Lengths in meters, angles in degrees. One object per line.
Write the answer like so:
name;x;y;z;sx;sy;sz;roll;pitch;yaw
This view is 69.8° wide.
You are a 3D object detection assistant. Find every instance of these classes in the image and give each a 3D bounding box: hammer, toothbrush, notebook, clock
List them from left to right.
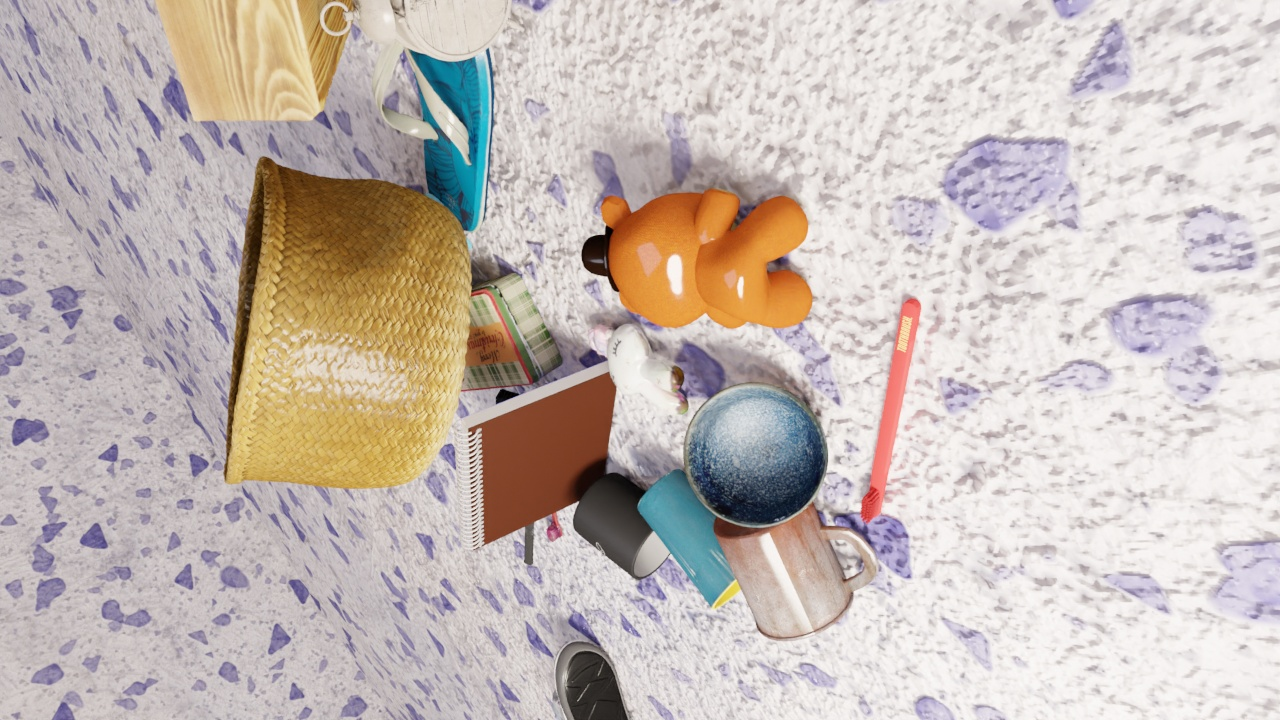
clock;-0.162;-0.271;0.687;0.061;0.156;0.103;40;145;39
hammer;-0.127;0.160;1.111;0.095;0.015;0.326;17;137;8
notebook;-0.106;0.102;0.932;0.022;0.171;0.210;51;149;32
toothbrush;-0.115;0.157;1.130;0.016;0.016;0.190;27;138;31
toothbrush;0.179;0.045;0.667;0.012;0.017;0.213;30;139;33

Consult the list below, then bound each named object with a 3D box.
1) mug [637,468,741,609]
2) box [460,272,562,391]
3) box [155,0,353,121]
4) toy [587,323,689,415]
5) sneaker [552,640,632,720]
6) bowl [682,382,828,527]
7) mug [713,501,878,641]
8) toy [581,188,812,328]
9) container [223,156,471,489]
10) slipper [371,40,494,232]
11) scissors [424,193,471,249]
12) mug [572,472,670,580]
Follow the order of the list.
mug;0.057;0.166;0.879;0.121;0.078;0.078;46;146;21
box;-0.177;-0.026;1.017;0.206;0.050;0.118;-5;116;52
box;-0.395;-0.367;0.651;0.278;0.336;0.287;-94;7;-47
toy;-0.005;0.005;0.842;0.123;0.037;0.079;35;149;31
sneaker;-0.094;0.492;1.349;0.160;0.092;0.257;20;133;53
bowl;0.096;0.075;0.743;0.114;0.060;0.114;-1;88;17
mug;0.135;0.165;0.777;0.123;0.096;0.110;-19;110;24
toy;0.037;-0.072;0.673;0.176;0.096;0.112;2;126;17
container;-0.281;-0.022;0.873;0.308;0.196;0.306;-32;54;59
slipper;-0.188;-0.230;0.841;0.118;0.060;0.296;33;143;22
scissors;-0.229;-0.160;0.961;0.141;0.015;0.076;26;157;37
mug;-0.009;0.180;0.978;0.088;0.078;0.113;32;167;30
